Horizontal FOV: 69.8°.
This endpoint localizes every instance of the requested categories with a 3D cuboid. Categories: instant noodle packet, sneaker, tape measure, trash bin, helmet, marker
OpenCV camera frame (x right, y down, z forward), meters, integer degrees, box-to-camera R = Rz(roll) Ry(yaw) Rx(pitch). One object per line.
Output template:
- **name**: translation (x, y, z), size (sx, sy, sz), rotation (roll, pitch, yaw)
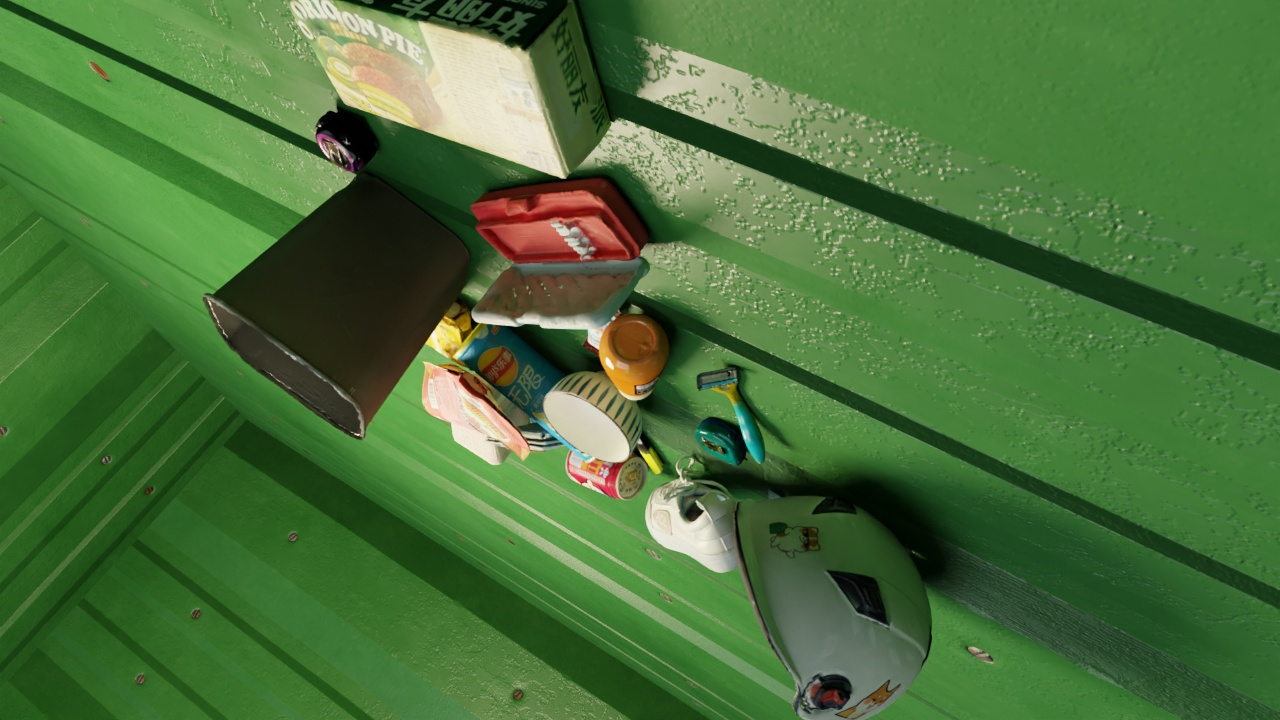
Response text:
- **instant noodle packet**: translation (-0.255, -0.047, 1.176), size (0.111, 0.044, 0.129), rotation (35, 156, 15)
- **sneaker**: translation (0.052, 0.170, 1.083), size (0.091, 0.089, 0.242), rotation (63, 166, -13)
- **tape measure**: translation (0.085, 0.087, 0.984), size (0.054, 0.025, 0.058), rotation (20, 152, 31)
- **trash bin**: translation (-0.318, -0.063, 1.009), size (0.199, 0.219, 0.199), rotation (36, 157, -2)
- **tape measure**: translation (-0.293, -0.215, 0.910), size (0.057, 0.039, 0.058), rotation (26, 155, 21)
- **helmet**: translation (0.204, 0.238, 0.915), size (0.157, 0.229, 0.274), rotation (-19, 132, 10)
- **marker**: translation (0.001, 0.099, 1.141), size (0.018, 0.015, 0.124), rotation (14, 146, 40)

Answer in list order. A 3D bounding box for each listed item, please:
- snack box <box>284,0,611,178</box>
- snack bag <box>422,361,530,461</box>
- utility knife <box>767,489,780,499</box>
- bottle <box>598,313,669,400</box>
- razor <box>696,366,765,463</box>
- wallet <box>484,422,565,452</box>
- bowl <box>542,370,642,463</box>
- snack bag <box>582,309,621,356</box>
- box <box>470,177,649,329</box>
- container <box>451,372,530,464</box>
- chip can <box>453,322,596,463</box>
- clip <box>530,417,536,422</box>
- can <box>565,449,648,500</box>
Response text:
- **snack box**: translation (-0.141, -0.219, 0.662), size (0.240, 0.063, 0.114), rotation (24, 154, 28)
- **snack bag**: translation (-0.207, 0.053, 1.125), size (0.128, 0.073, 0.208), rotation (56, 161, -22)
- **utility knife**: translation (0.172, 0.197, 1.094), size (0.031, 0.019, 0.183), rotation (16, 146, 27)
- **bottle**: translation (-0.005, 0.005, 0.913), size (0.067, 0.066, 0.150), rotation (31, 164, 11)
- **razor**: translation (0.098, 0.055, 0.899), size (0.043, 0.028, 0.132), rotation (-14, 131, 21)
- **wallet**: translation (-0.130, 0.102, 1.207), size (0.130, 0.106, 0.037), rotation (-3, 94, 46)
- **bowl**: translation (-0.046, 0.055, 1.042), size (0.116, 0.066, 0.117), rotation (25, 147, 17)
- **snack bag**: translation (-0.037, -0.035, 0.918), size (0.045, 0.026, 0.105), rotation (32, 155, 16)
- **box**: translation (-0.090, -0.090, 0.795), size (0.201, 0.100, 0.094), rotation (5, 143, 49)
- **container**: translation (-0.215, 0.076, 1.301), size (0.090, 0.089, 0.111), rotation (31, 154, 12)
- **chip can**: translation (-0.123, 0.033, 1.112), size (0.210, 0.071, 0.071), rotation (40, 157, -10)
- **clip**: translation (-0.143, 0.077, 1.291), size (0.026, 0.037, 0.058), rotation (35, 157, 9)
- **can**: translation (-0.044, 0.143, 1.217), size (0.094, 0.066, 0.066), rotation (16, 150, 38)
